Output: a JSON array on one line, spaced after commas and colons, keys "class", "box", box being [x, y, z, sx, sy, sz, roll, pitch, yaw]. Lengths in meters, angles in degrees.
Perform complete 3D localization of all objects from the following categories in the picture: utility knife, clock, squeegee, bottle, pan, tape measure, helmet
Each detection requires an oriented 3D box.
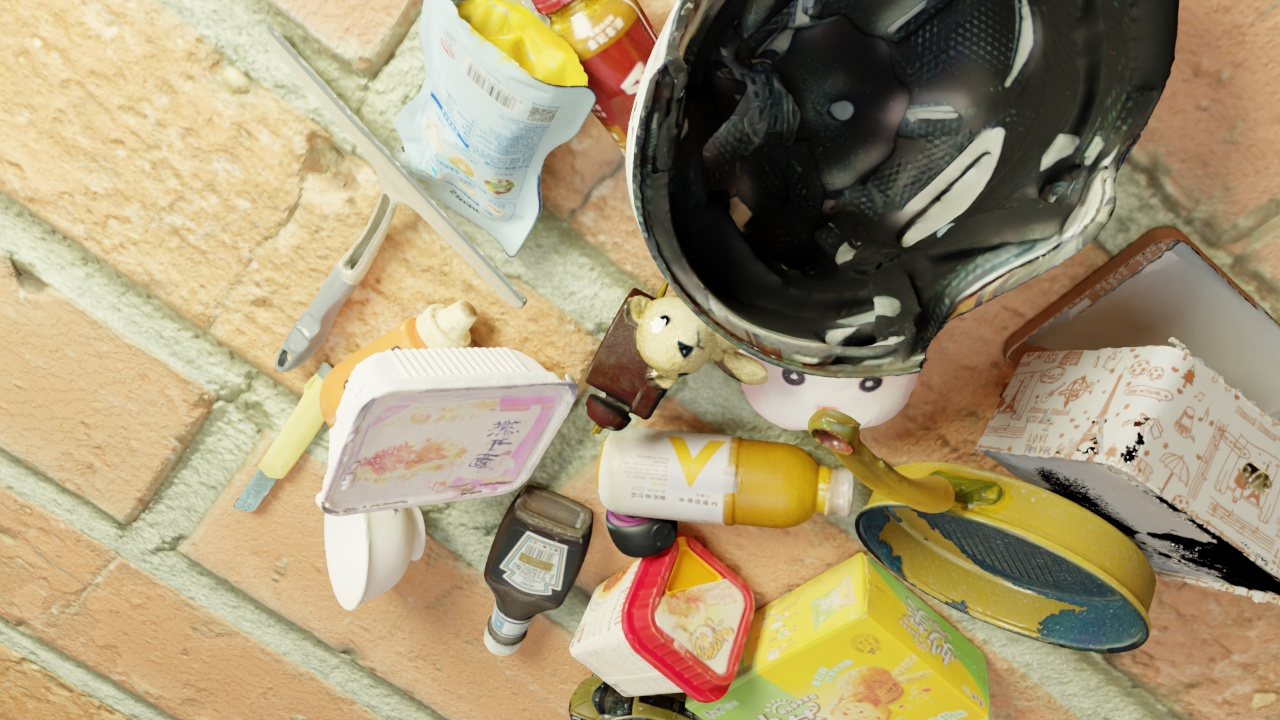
[{"class": "utility knife", "box": [-0.311, 0.076, 0.802, 0.031, 0.022, 0.217, 37, 117, -11]}, {"class": "clock", "box": [-0.004, 0.004, 0.643, 0.055, 0.081, 0.122, 28, 121, -1]}, {"class": "squeegee", "box": [-0.215, -0.067, 0.672, 0.246, 0.039, 0.247, 47, 128, 2]}, {"class": "bottle", "box": [0.064, 0.090, 0.694, 0.190, 0.067, 0.068, 4, 124, 10]}, {"class": "bottle", "box": [-0.003, -0.155, 0.533, 0.058, 0.057, 0.175, -21, 127, 24]}, {"class": "bottle", "box": [-0.180, 0.003, 0.700, 0.150, 0.066, 0.067, -36, 109, 23]}, {"class": "bottle", "box": [-0.102, 0.196, 0.819, 0.080, 0.043, 0.195, 22, 126, -2]}, {"class": "pan", "box": [0.200, 0.106, 0.584, 0.198, 0.078, 0.357, 8, 149, 44]}, {"class": "tape measure", "box": [0.002, 0.132, 0.743, 0.058, 0.057, 0.039, -11, 121, 10]}, {"class": "helmet", "box": [0.112, -0.130, 0.475, 0.230, 0.157, 0.274, 41, 92, -16]}]

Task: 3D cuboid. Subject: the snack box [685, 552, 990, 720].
[{"class": "snack box", "box": [0.166, 0.277, 0.794, 0.157, 0.069, 0.211, 40, 122, -15]}]

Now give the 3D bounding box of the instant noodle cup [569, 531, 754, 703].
[{"class": "instant noodle cup", "box": [0.013, 0.224, 0.776, 0.116, 0.116, 0.124, 43, 133, -15]}]

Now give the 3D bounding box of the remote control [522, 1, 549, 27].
[{"class": "remote control", "box": [-0.066, -0.183, 0.568, 0.049, 0.024, 0.125, 33, 125, -9]}]

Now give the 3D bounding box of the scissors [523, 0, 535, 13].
[{"class": "scissors", "box": [-0.036, -0.264, 0.499, 0.159, 0.014, 0.180, 15, 118, -3]}]

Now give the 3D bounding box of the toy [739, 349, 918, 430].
[{"class": "toy", "box": [0.127, -0.020, 0.618, 0.121, 0.054, 0.160, 4, 116, 10]}]

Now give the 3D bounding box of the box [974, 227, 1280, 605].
[{"class": "box", "box": [0.340, 0.030, 0.577, 0.182, 0.152, 0.174, 33, 82, -14]}]

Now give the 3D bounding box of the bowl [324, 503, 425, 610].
[{"class": "bowl", "box": [-0.226, 0.152, 0.798, 0.064, 0.118, 0.119, 0, 134, -35]}]

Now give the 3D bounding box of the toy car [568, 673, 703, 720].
[{"class": "toy car", "box": [0.009, 0.334, 0.869, 0.158, 0.070, 0.042, 7, 124, 8]}]

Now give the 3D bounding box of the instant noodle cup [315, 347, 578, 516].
[{"class": "instant noodle cup", "box": [-0.147, 0.044, 0.673, 0.173, 0.060, 0.138, -3, 138, -40]}]

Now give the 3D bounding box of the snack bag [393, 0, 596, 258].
[{"class": "snack bag", "box": [-0.097, -0.139, 0.558, 0.110, 0.038, 0.191, 29, 153, -9]}]

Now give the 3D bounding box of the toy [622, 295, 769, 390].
[{"class": "toy", "box": [0.069, -0.033, 0.565, 0.157, 0.066, 0.105, -22, 108, -1]}]
